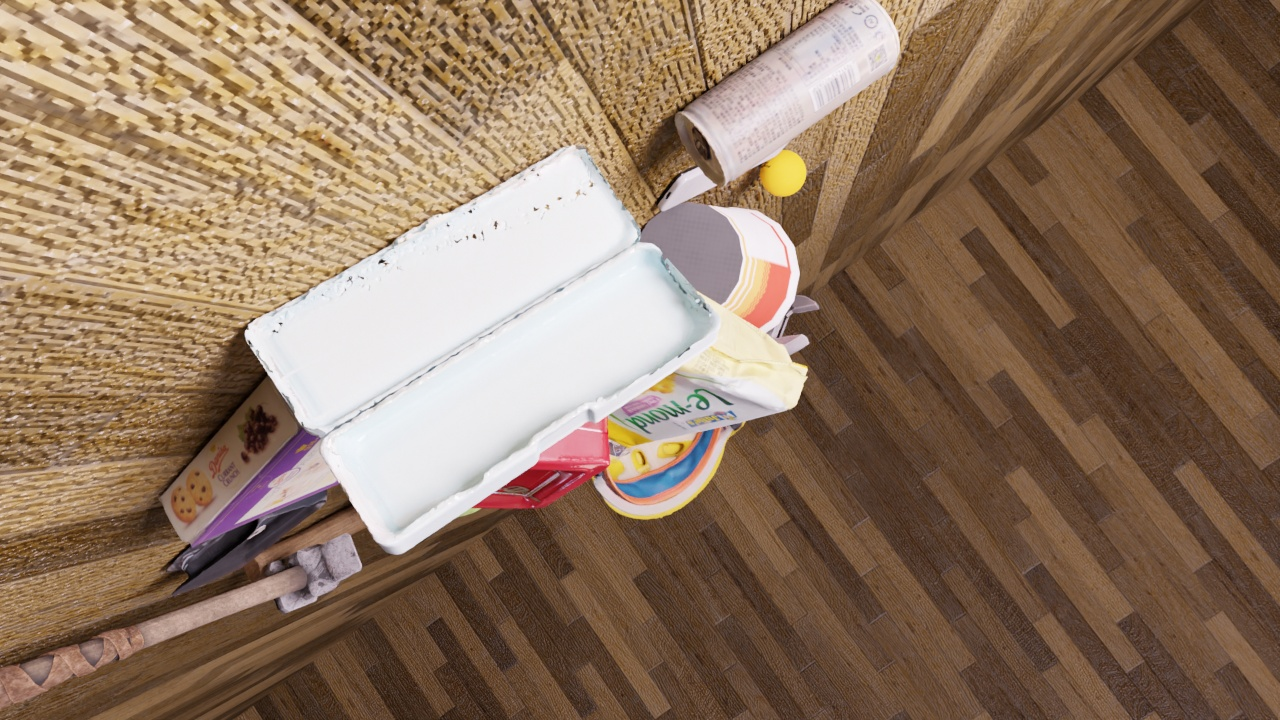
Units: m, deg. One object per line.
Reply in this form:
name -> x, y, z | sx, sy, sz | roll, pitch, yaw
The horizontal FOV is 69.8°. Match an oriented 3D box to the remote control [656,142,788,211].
remote control -> 0.072, -0.157, 0.733 | 0.146, 0.008, 0.045 | -31, 172, -33

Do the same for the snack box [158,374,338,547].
snack box -> -0.208, 0.047, 0.594 | 0.144, 0.040, 0.147 | -40, 172, 28

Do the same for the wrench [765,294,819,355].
wrench -> 0.071, -0.041, 0.916 | 0.274, 0.018, 0.083 | 6, -124, 52

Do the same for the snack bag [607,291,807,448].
snack bag -> -0.004, 0.004, 0.745 | 0.248, 0.159, 0.068 | -19, -127, 51

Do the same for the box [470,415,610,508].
box -> -0.107, 0.059, 0.711 | 0.129, 0.092, 0.158 | 11, 155, -25

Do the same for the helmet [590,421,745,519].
helmet -> 0.004, 0.055, 1.073 | 0.208, 0.139, 0.240 | -16, 131, -25

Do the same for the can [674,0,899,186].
can -> 0.090, -0.166, 0.561 | 0.135, 0.054, 0.054 | -36, 173, -4

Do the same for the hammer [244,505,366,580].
hammer -> -0.295, 0.166, 1.011 | 0.133, 0.040, 0.304 | -41, 170, 36

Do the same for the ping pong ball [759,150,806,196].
ping pong ball -> 0.125, -0.165, 0.807 | 0.040, 0.040, 0.040 | -35, 173, -5

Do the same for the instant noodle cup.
instant noodle cup -> 0.060, -0.078, 0.784 | 0.124, 0.123, 0.121 | -38, 166, 18

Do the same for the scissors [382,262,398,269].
scissors -> -0.129, -0.039, 0.523 | 0.128, 0.011, 0.125 | -36, 175, -12

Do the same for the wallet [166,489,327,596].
wallet -> -0.320, 0.142, 0.747 | 0.115, 0.026, 0.089 | -36, 173, 16

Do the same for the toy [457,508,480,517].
toy -> -0.165, 0.093, 0.901 | 0.197, 0.107, 0.150 | -46, 173, 0

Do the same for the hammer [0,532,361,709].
hammer -> -0.382, 0.215, 0.749 | 0.122, 0.049, 0.317 | -30, 170, 38

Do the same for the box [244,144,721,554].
box -> -0.073, -0.012, 0.453 | 0.196, 0.134, 0.041 | -34, 163, -18
